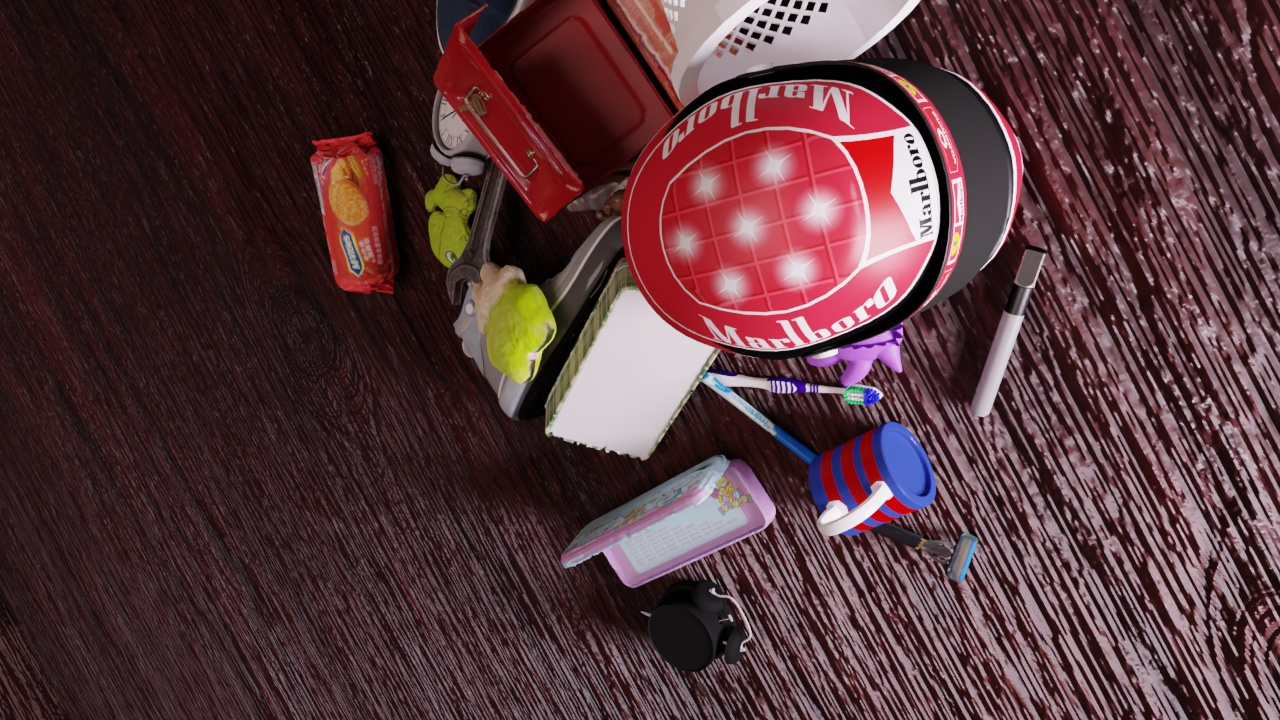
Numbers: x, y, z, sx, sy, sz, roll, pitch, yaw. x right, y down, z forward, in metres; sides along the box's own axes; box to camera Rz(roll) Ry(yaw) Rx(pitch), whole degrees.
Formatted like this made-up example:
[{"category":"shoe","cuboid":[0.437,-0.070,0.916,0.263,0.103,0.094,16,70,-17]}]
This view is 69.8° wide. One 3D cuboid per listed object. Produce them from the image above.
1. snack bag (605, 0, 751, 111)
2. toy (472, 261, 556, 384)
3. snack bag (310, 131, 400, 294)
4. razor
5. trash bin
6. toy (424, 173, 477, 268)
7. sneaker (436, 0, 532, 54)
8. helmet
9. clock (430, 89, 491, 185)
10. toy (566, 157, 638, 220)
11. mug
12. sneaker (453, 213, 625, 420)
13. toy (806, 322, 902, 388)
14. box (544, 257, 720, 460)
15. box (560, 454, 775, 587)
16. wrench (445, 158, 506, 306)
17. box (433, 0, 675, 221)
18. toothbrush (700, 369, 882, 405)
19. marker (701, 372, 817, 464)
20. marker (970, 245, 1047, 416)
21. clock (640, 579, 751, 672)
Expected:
[{"category":"snack bag","cuboid":[0.036,-0.270,0.765,0.078,0.041,0.225,-35,85,37]},{"category":"toy","cuboid":[-0.121,-0.041,0.849,0.117,0.043,0.092,51,128,31]},{"category":"snack bag","cuboid":[-0.314,-0.161,1.016,0.082,0.082,0.176,6,111,31]},{"category":"razor","cuboid":[0.222,0.151,0.814,0.144,0.022,0.042,19,75,31]},{"category":"trash bin","cuboid":[0.074,-0.314,0.644,0.196,0.195,0.199,-31,80,37]},{"category":"toy","cuboid":[-0.197,-0.142,0.969,0.094,0.036,0.094,40,122,22]},{"category":"sneaker","cuboid":[-0.137,-0.389,0.762,0.121,0.127,0.295,27,115,26]},{"category":"helmet","cuboid":[0.116,-0.104,0.628,0.271,0.224,0.198,-11,98,24]},{"category":"clock","cuboid":[-0.169,-0.230,0.889,0.094,0.035,0.123,36,112,44]},{"category":"toy","cuboid":[-0.039,-0.158,0.855,0.102,0.041,0.055,-5,94,29]},{"category":"mug","cuboid":[0.187,0.107,0.761,0.076,0.111,0.075,-33,92,37]},{"category":"sneaker","cuboid":[-0.100,-0.071,0.906,0.160,0.092,0.257,47,125,20]},{"category":"toy","cuboid":[0.175,-0.027,0.753,0.088,0.055,0.106,3,101,28]},{"category":"box","cuboid":[-0.005,0.005,0.850,0.117,0.049,0.206,14,132,-17]},{"category":"box","cuboid":[0.020,0.172,0.907,0.215,0.092,0.089,-34,87,37]},{"category":"wrench","cuboid":[-0.140,-0.177,0.890,0.070,0.010,0.274,32,111,40]},{"category":"box","cuboid":[-0.062,-0.225,0.767,0.157,0.164,0.152,53,155,-12]},{"category":"toothbrush","cuboid":[0.126,0.022,0.829,0.187,0.016,0.015,6,113,31]},{"category":"marker","cuboid":[0.112,0.055,0.843,0.142,0.013,0.013,38,124,8]},{"category":"marker","cuboid":[0.283,-0.020,0.709,0.016,0.016,0.141,22,118,25]},{"category":"clock","cuboid":[0.060,0.274,0.950,0.121,0.042,0.091,-24,93,37]}]
